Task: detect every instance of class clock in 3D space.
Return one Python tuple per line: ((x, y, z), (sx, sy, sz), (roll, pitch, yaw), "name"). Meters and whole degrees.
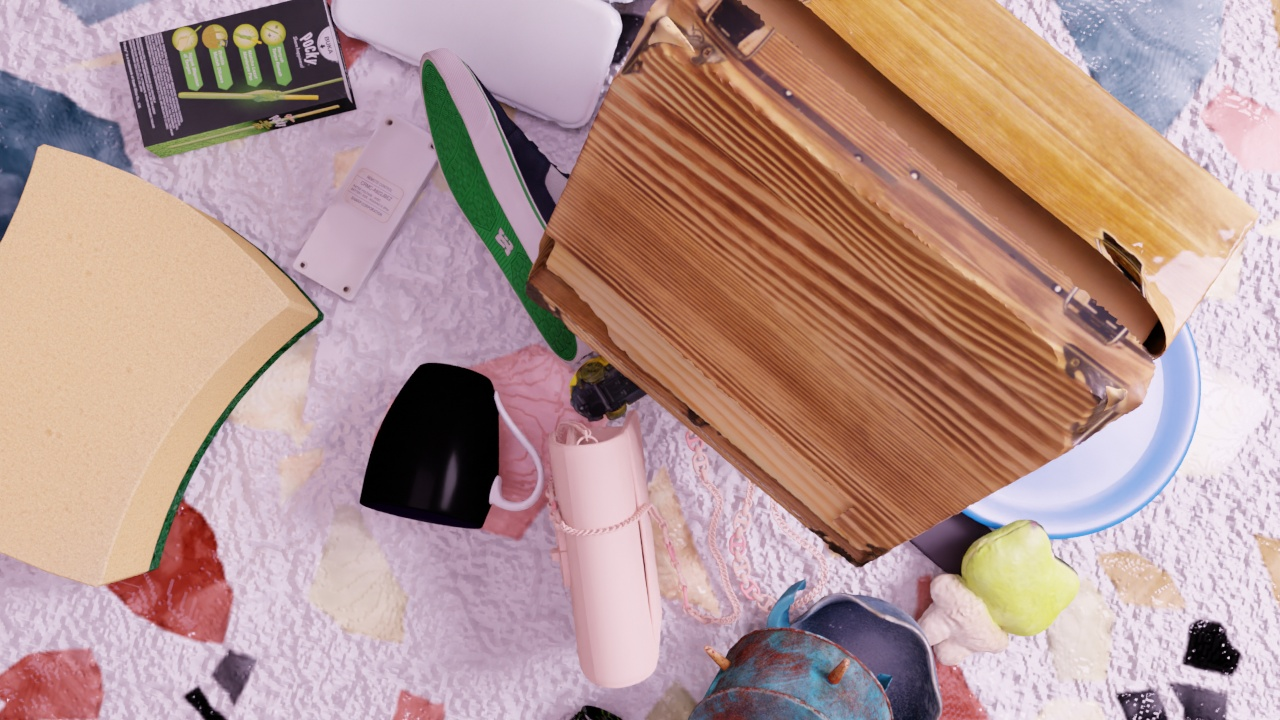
((0.096, 0.251, 0.573), (0.121, 0.073, 0.158), (-5, 112, 31), "clock")

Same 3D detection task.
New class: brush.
((-0.368, 0.003, 0.625), (0.195, 0.075, 0.250), (32, 86, 1), "brush")

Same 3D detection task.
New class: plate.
((0.289, 0.015, 0.666), (0.224, 0.024, 0.224), (0, 86, -1), "plate")

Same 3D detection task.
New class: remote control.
((-0.197, -0.112, 0.670), (0.050, 0.011, 0.135), (30, 85, 1), "remote control")
((0.200, 0.110, 0.664), (0.124, 0.009, 0.046), (37, 86, -1), "remote control")

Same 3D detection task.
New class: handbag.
((0.034, 0.097, 0.592), (0.187, 0.116, 0.199), (-7, 96, 0), "handbag")

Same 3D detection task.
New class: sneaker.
((-0.074, -0.117, 0.644), (0.078, 0.084, 0.235), (-30, 89, -25), "sneaker")

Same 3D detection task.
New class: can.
((-0.051, 0.308, 0.621), (0.054, 0.054, 0.137), (25, 85, 0), "can")

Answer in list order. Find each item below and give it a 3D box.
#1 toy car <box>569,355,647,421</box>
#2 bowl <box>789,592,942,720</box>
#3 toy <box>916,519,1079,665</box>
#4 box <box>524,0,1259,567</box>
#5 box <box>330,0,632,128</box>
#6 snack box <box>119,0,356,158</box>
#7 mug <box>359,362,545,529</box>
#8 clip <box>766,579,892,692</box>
((-0.004, 0.004, 0.651), (0.107, 0.049, 0.030), (-32, 43, -5), "toy car")
((0.155, 0.202, 0.625), (0.110, 0.055, 0.110), (11, 110, 31), "bowl")
((0.245, 0.166, 0.639), (0.115, 0.046, 0.092), (-41, 112, 8), "toy")
((0.105, -0.059, 0.493), (0.279, 0.259, 0.220), (41, 76, 2), "box")
((-0.101, -0.282, 0.661), (0.211, 0.084, 0.186), (26, 91, 0), "box")
((-0.291, -0.207, 0.668), (0.147, 0.025, 0.080), (-15, 86, -2), "snack box")
((-0.120, 0.059, 0.623), (0.119, 0.085, 0.100), (9, 73, 5), "mug")
((0.114, 0.206, 0.604), (0.119, 0.033, 0.121), (16, 114, 24), "clip")
